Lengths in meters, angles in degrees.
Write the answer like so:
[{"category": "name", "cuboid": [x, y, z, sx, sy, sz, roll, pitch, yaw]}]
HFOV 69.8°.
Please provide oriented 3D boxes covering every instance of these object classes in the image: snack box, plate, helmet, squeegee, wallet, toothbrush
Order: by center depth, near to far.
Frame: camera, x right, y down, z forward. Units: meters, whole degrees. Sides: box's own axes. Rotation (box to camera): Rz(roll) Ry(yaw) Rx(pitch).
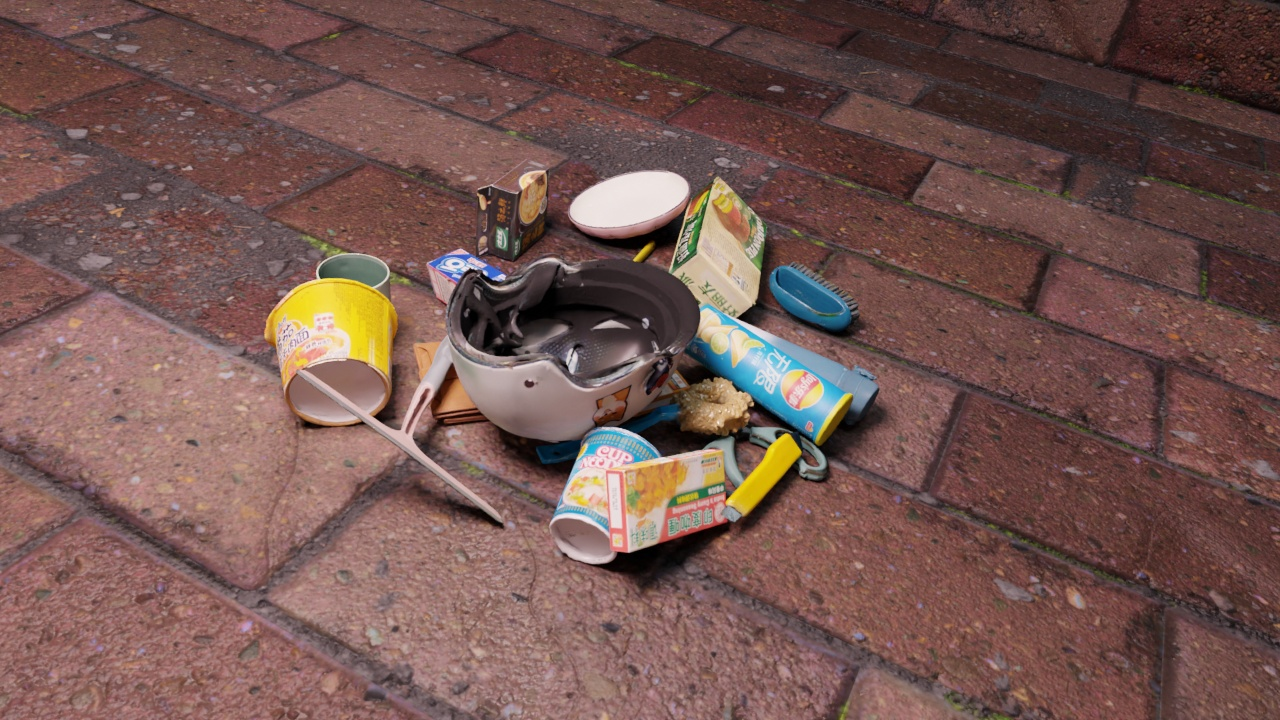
[{"category": "snack box", "cuboid": [0.028, 0.134, 0.897, 0.027, 0.077, 0.155, -2, 2, 41]}, {"category": "squeegee", "cuboid": [-0.226, 0.033, 0.983, 0.247, 0.040, 0.249, 40, 27, -18]}, {"category": "helmet", "cuboid": [-0.076, -0.001, 0.995, 0.273, 0.157, 0.230, -15, 42, -35]}, {"category": "wallet", "cuboid": [-0.204, 0.021, 1.076, 0.107, 0.031, 0.131, -5, 38, -21]}, {"category": "snack box", "cuboid": [-0.007, 0.007, 1.134, 0.075, 0.026, 0.153, -15, 41, -22]}, {"category": "snack box", "cuboid": [-0.191, -0.079, 1.154, 0.057, 0.058, 0.207, -32, 42, -28]}, {"category": "snack box", "cuboid": [0.116, -0.161, 1.315, 0.114, 0.063, 0.239, 41, 33, -18]}, {"category": "snack box", "cuboid": [-0.182, -0.213, 1.321, 0.053, 0.113, 0.125, 19, 38, 13]}, {"category": "toothbrush", "cuboid": [-0.022, -0.131, 1.327, 0.017, 0.016, 0.189, 15, 37, 19]}, {"category": "plate", "cuboid": [-0.015, -0.235, 1.418, 0.192, 0.039, 0.192, -10, 34, 7]}]

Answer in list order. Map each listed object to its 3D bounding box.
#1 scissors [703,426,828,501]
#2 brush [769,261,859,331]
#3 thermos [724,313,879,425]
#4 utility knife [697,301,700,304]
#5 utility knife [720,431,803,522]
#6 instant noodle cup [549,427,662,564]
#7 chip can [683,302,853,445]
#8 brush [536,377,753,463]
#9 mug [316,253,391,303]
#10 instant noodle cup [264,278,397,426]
[{"category": "scissors", "cuboid": [0.118, 0.108, 1.037, 0.170, 0.019, 0.180, 29, 42, 22]}, {"category": "brush", "cuboid": [0.235, -0.086, 1.290, 0.073, 0.055, 0.144, -23, 47, -36]}, {"category": "thermos", "cuboid": [0.186, 0.009, 1.143, 0.220, 0.070, 0.070, 25, 39, 21]}, {"category": "utility knife", "cuboid": [0.050, -0.048, 1.230, 0.031, 0.022, 0.211, 17, 36, 18]}, {"category": "utility knife", "cuboid": [0.131, 0.124, 0.985, 0.033, 0.015, 0.170, 54, 46, -1]}, {"category": "instant noodle cup", "cuboid": [-0.036, 0.139, 0.909, 0.099, 0.099, 0.109, 18, 45, 11]}, {"category": "chip can", "cuboid": [0.144, 0.013, 1.086, 0.210, 0.071, 0.071, 35, 43, 20]}, {"category": "brush", "cuboid": [0.007, 0.074, 1.036, 0.254, 0.046, 0.083, -16, 43, -15]}, {"category": "mug", "cuboid": [-0.346, -0.069, 1.099, 0.082, 0.107, 0.111, -16, 44, -28]}, {"category": "instant noodle cup", "cuboid": [-0.332, -0.002, 1.001, 0.138, 0.138, 0.109, -4, 47, -17]}]
